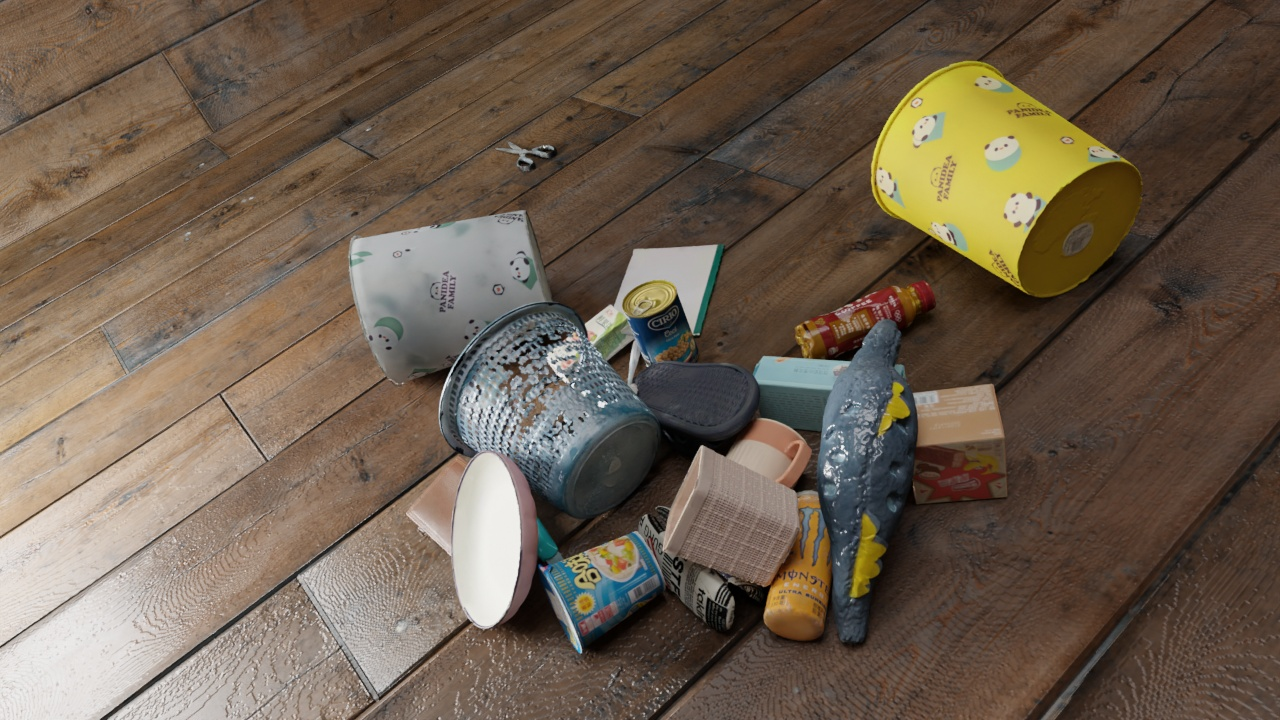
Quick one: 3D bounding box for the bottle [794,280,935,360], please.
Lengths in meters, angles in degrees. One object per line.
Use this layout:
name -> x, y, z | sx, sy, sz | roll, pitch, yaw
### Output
bottle -> 0.285, -0.051, 1.161 | 0.175, 0.057, 0.057 | -23, 39, -2

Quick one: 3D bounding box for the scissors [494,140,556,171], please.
scissors -> -0.236, -0.423, 1.867 | 0.163, 0.014, 0.164 | -12, 37, 14

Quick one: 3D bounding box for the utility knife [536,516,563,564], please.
utility knife -> -0.132, 0.199, 1.094 | 0.029, 0.013, 0.174 | -34, 39, -12

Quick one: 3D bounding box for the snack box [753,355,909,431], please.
snack box -> 0.221, 0.042, 1.069 | 0.175, 0.074, 0.051 | 4, 44, 28

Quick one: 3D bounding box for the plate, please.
plate -> -0.156, 0.195, 1.009 | 0.039, 0.193, 0.192 | 5, 26, -32

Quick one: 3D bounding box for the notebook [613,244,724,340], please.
notebook -> 0.037, -0.104, 1.370 | 0.150, 0.012, 0.208 | -2, 43, 20

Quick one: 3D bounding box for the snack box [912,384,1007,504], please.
snack box -> 0.326, 0.088, 0.953 | 0.093, 0.094, 0.076 | -8, 41, 16

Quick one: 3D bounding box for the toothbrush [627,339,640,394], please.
toothbrush -> -0.007, 0.007, 1.223 | 0.016, 0.016, 0.179 | -30, 19, 16

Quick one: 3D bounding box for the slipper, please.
slipper -> 0.068, 0.060, 1.115 | 0.110, 0.083, 0.268 | -42, 22, -16

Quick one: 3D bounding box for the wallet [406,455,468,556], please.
wallet -> -0.225, 0.183, 1.136 | 0.125, 0.032, 0.101 | 26, 70, 44

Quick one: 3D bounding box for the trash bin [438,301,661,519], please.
trash bin -> -0.090, 0.074, 1.087 | 0.226, 0.227, 0.195 | -39, 55, -21

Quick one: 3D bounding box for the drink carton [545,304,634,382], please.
drink carton -> -0.068, -0.019, 1.285 | 0.122, 0.045, 0.053 | -39, 41, -12

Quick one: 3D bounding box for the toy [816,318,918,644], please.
toy -> 0.224, 0.089, 0.906 | 0.091, 0.138, 0.355 | 5, 60, 17

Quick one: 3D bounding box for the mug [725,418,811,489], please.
mug -> 0.135, 0.125, 0.993 | 0.115, 0.081, 0.105 | -26, 24, 54

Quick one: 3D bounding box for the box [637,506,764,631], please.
box -> 0.067, 0.205, 0.965 | 0.086, 0.076, 0.163 | -19, 32, -25

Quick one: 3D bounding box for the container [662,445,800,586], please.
container -> 0.092, 0.156, 0.905 | 0.111, 0.090, 0.089 | 23, 21, -1

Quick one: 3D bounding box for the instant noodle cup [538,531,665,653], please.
instant noodle cup -> -0.037, 0.233, 0.955 | 0.109, 0.099, 0.099 | -24, 38, -17

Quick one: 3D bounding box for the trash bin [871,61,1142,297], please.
trash bin -> 0.463, -0.223, 1.163 | 0.229, 0.230, 0.255 | -28, 45, -9

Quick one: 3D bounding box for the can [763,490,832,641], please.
can -> 0.164, 0.204, 0.920 | 0.058, 0.058, 0.145 | -1, 43, 23

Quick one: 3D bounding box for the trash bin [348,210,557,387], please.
trash bin -> -0.266, -0.102, 1.351 | 0.252, 0.230, 0.229 | -15, 39, -2

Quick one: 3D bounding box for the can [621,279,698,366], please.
can -> 0.028, -0.042, 1.225 | 0.075, 0.111, 0.075 | -14, 39, 11
